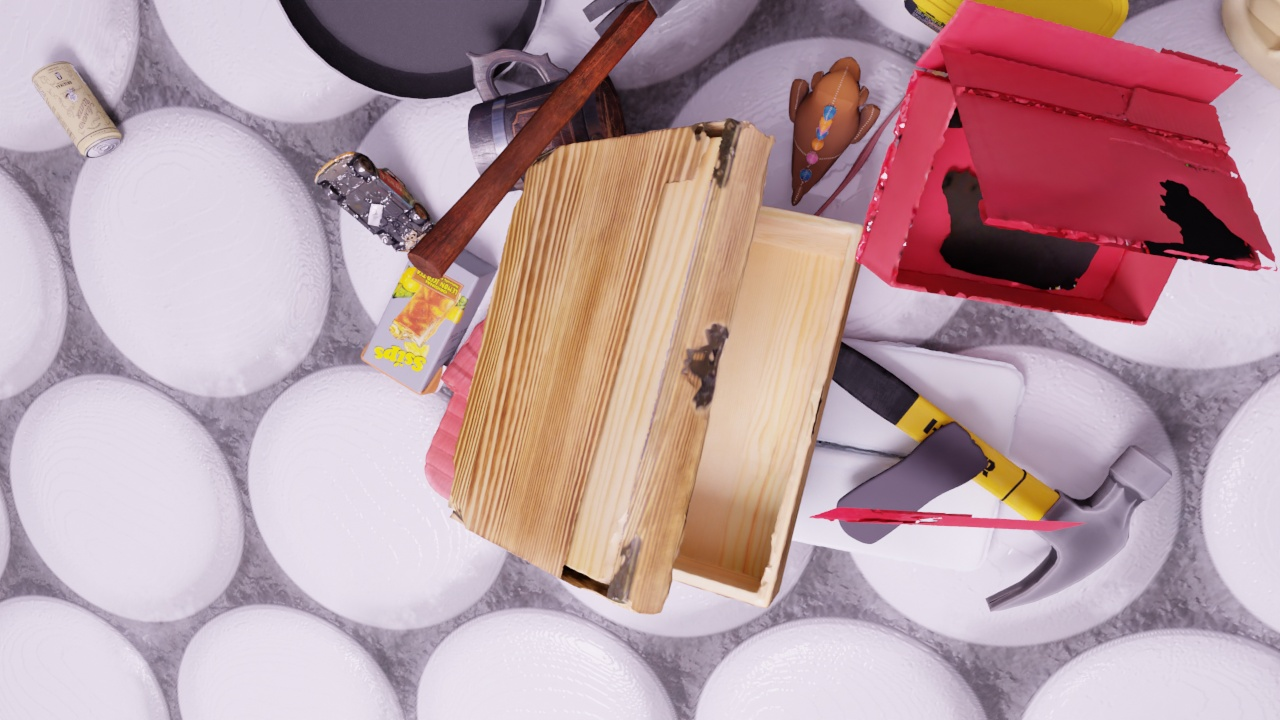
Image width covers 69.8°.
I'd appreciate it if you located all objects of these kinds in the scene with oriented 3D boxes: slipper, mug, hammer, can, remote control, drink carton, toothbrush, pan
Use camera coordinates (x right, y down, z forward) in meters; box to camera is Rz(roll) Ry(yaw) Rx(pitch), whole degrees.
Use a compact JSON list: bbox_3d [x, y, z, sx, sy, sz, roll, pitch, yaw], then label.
[{"bbox_3d":[0.519,-0.195,0.604,0.261,0.079,0.111,38,105,0],"label":"slipper"},{"bbox_3d":[-0.077,-0.197,0.728,0.107,0.079,0.116,-9,109,15],"label":"mug"},{"bbox_3d":[-0.055,-0.174,0.629,0.300,0.111,0.028,-54,127,-18],"label":"hammer"},{"bbox_3d":[0.251,-0.246,0.635,0.131,0.101,0.073,35,108,2],"label":"can"},{"bbox_3d":[-0.513,-0.228,0.837,0.038,0.038,0.079,-31,96,17],"label":"can"},{"bbox_3d":[0.210,0.099,0.722,0.125,0.009,0.046,-39,88,17],"label":"remote control"},{"bbox_3d":[-0.186,-0.040,0.809,0.076,0.048,0.125,32,108,3],"label":"drink carton"},{"bbox_3d":[0.173,-0.154,0.721,0.015,0.015,0.185,38,109,-3],"label":"toothbrush"},{"bbox_3d":[-0.099,-0.300,0.702,0.355,0.044,0.204,-1,135,-5],"label":"pan"},{"bbox_3d":[0.233,0.060,0.730,0.324,0.034,0.170,37,104,5],"label":"hammer"},{"bbox_3d":[-0.125,0.033,0.810,0.103,0.059,0.249,35,109,2],"label":"slipper"}]

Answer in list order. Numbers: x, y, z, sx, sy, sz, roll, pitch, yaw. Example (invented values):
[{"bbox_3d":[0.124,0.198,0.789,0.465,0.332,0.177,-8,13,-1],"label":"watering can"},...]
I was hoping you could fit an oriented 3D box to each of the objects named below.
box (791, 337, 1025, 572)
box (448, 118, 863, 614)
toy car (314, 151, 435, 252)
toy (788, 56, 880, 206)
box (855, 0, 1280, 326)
[{"bbox_3d":[0.198,0.077,0.765,0.209,0.037,0.190,11,108,8],"label":"box"},{"bbox_3d":[-0.014,0.001,0.625,0.270,0.264,0.279,13,88,17],"label":"box"},{"bbox_3d":[-0.225,-0.141,0.788,0.047,0.047,0.112,-31,135,15],"label":"toy car"},{"bbox_3d":[0.134,-0.168,0.681,0.070,0.090,0.103,22,86,6],"label":"toy"},{"bbox_3d":[0.307,-0.205,0.485,0.214,0.138,0.469,7,132,-16],"label":"box"}]
